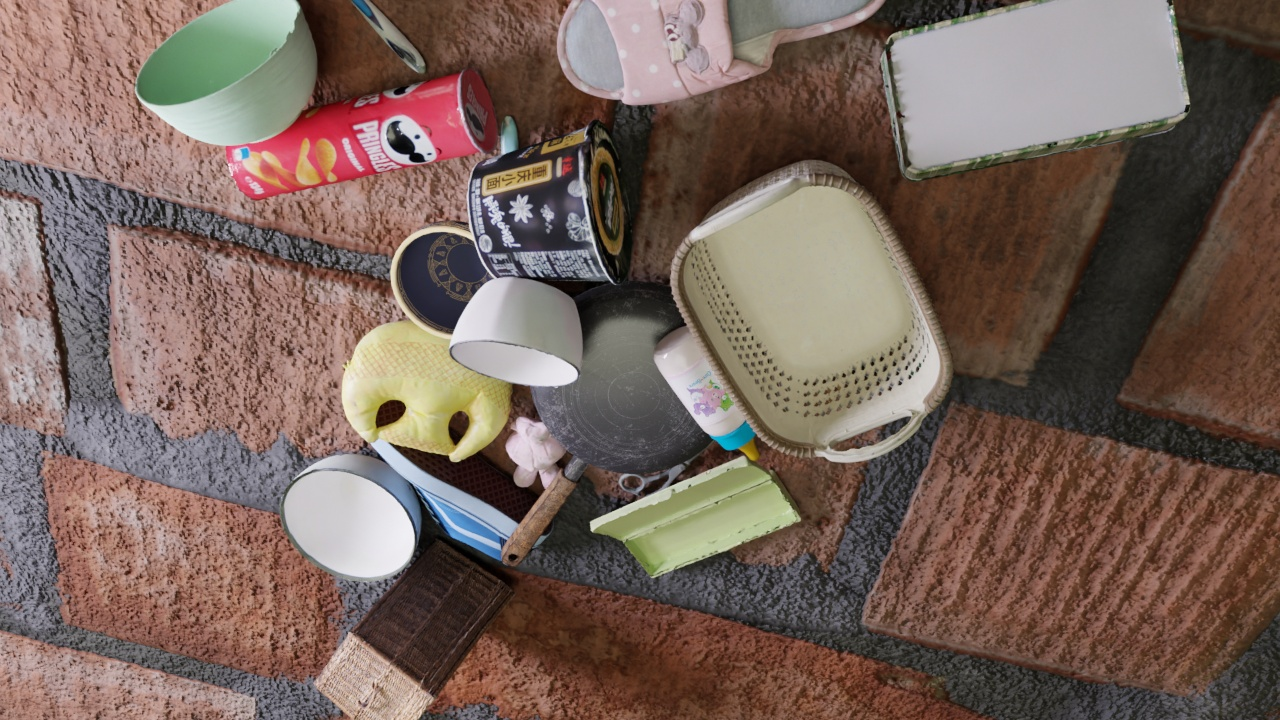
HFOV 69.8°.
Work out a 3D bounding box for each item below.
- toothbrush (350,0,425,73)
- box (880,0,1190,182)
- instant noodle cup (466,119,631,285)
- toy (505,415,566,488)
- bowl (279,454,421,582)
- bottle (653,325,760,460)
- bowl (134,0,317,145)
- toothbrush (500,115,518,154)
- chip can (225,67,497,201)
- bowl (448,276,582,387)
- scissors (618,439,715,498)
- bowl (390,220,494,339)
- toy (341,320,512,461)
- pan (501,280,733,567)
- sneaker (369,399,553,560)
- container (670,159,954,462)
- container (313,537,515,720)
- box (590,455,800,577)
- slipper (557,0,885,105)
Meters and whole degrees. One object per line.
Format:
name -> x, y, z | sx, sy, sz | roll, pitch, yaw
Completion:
toothbrush -> -0.251, -0.315, 0.773 | 0.016, 0.017, 0.189 | -37, 107, 24
box -> 0.295, -0.211, 0.701 | 0.206, 0.049, 0.117 | -11, 91, 14
instant noodle cup -> -0.077, -0.126, 0.781 | 0.112, 0.137, 0.137 | -7, 117, 13
toy -> -0.107, 0.097, 0.962 | 0.063, 0.047, 0.110 | 9, 129, 7
bowl -> -0.310, 0.164, 1.015 | 0.153, 0.072, 0.154 | 4, 118, 7
bottle -> 0.068, 0.037, 0.826 | 0.051, 0.051, 0.146 | -28, 112, 22
bowl -> -0.333, -0.234, 0.770 | 0.151, 0.150, 0.077 | -10, 141, 14
toothbrush -> -0.118, -0.136, 0.852 | 0.016, 0.016, 0.181 | 3, 118, 3
chip can -> -0.247, -0.196, 0.808 | 0.233, 0.073, 0.073 | -8, 117, 14
bowl -> -0.103, -0.026, 0.794 | 0.116, 0.065, 0.116 | 8, 162, 3
scissors -> 0.042, 0.123, 0.970 | 0.171, 0.014, 0.095 | -23, 114, 22
bowl -> -0.170, -0.083, 0.862 | 0.112, 0.061, 0.113 | 4, 119, 7
toy -> -0.207, 0.019, 0.907 | 0.170, 0.064, 0.155 | 15, 96, -21
pan -> -0.047, 0.084, 0.898 | 0.207, 0.040, 0.358 | 30, 111, -12
sneaker -> -0.214, 0.142, 0.983 | 0.241, 0.083, 0.098 | 40, 117, -16
container -> 0.146, -0.049, 0.784 | 0.185, 0.142, 0.246 | -24, 113, 20
container -> -0.246, 0.306, 1.012 | 0.113, 0.198, 0.114 | 38, 119, 1
box -> 0.058, 0.160, 0.962 | 0.188, 0.043, 0.141 | -27, 137, 21
slipper -> 0.061, -0.276, 0.723 | 0.275, 0.054, 0.114 | -13, 115, 15
